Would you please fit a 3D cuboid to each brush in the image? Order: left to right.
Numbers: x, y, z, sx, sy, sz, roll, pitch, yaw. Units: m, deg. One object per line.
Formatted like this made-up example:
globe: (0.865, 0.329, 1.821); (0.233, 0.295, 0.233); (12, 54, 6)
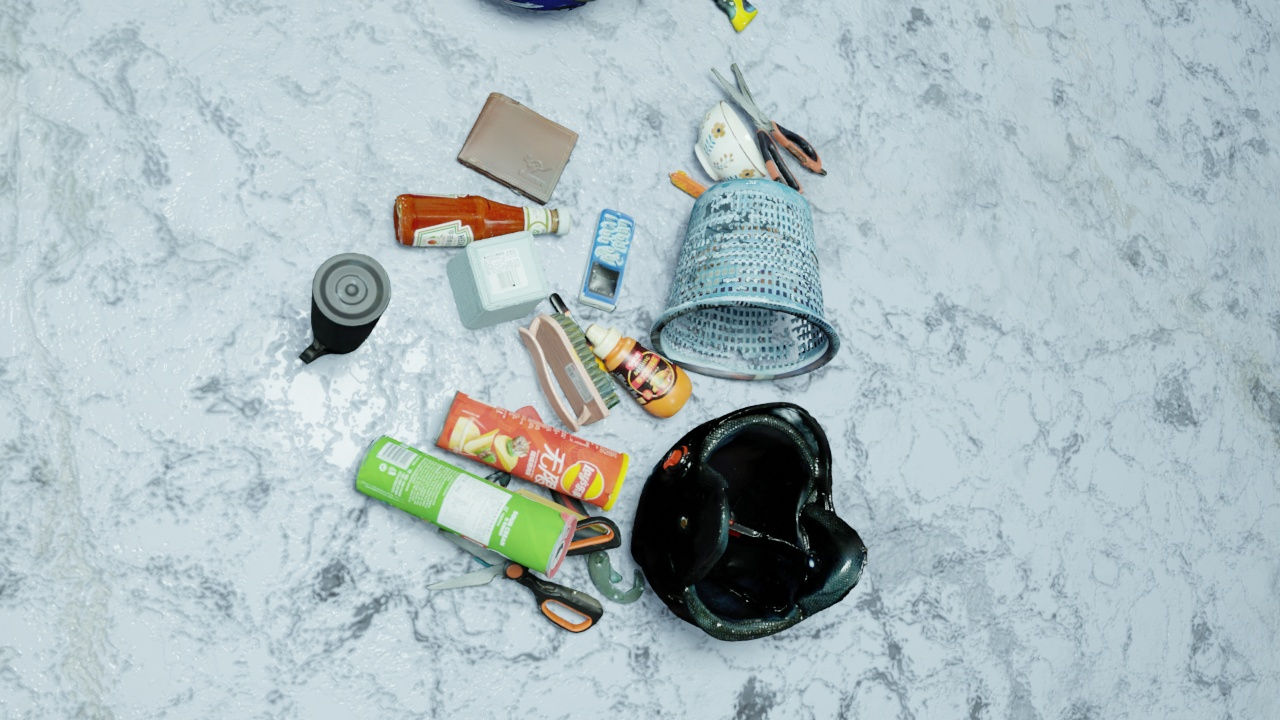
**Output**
brush: (-0.089, 0.010, 1.098); (0.072, 0.063, 0.145); (-31, 94, -32)

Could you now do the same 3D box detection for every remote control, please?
remote control: (-0.042, -0.126, 1.153); (0.049, 0.024, 0.124); (17, 77, -18)

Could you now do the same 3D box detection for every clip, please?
clip: (-0.165, 0.237, 1.068); (0.055, 0.013, 0.038); (40, 72, -10)

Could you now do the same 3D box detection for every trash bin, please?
trash bin: (0.133, -0.105, 1.131); (0.226, 0.227, 0.194); (15, 66, -18)

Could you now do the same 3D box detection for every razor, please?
razor: (-0.115, 0.178, 1.068); (0.167, 0.062, 0.067); (24, 42, -13)

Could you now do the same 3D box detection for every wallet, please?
wallet: (-0.150, -0.260, 1.127); (0.124, 0.032, 0.101); (25, 78, -15)

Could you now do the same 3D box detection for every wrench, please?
wrench: (-0.079, 0.177, 1.106); (0.056, 0.016, 0.273); (-32, 95, -18)

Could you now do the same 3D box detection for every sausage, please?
sausage: (0.107, -0.208, 1.220); (0.165, 0.021, 0.021); (29, 74, -15)

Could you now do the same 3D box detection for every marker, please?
marker: (-0.077, -0.029, 1.134); (0.018, 0.015, 0.124); (-34, 94, -44)

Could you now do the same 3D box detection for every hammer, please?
hammer: (0.037, -0.576, 1.234); (0.323, 0.032, 0.126); (42, 72, -11)

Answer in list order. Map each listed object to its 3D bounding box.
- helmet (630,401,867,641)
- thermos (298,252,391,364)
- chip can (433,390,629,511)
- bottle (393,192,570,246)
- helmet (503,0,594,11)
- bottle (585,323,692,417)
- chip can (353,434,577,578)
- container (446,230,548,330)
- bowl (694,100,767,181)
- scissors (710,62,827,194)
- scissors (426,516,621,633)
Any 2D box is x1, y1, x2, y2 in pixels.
helmet: (0.110, 0.180, 1.063); (0.233, 0.231, 0.274); (24, 76, -31)
thermos: (-0.304, -0.040, 0.926); (0.068, 0.243, 0.089); (39, 71, -11)
chip can: (-0.123, 0.103, 1.052); (0.216, 0.073, 0.073); (23, 76, -8)
bottle: (-0.185, -0.165, 1.086); (0.205, 0.060, 0.059); (-2, 84, -21)
helmet: (-0.109, -0.528, 1.057); (0.315, 0.241, 0.246); (38, 46, -4)
bottle: (-0.007, 0.007, 1.128); (0.149, 0.067, 0.066); (39, 72, -11)
chip can: (-0.188, 0.155, 0.990); (0.236, 0.072, 0.072); (22, 75, 8)
container: (-0.163, -0.094, 1.057); (0.090, 0.112, 0.090); (-16, 88, -22)
bowl: (0.110, -0.275, 1.198); (0.062, 0.113, 0.113); (-28, 95, 21)
scissors: (0.175, -0.305, 1.236); (0.226, 0.015, 0.188); (26, 50, -27)
scissors: (-0.121, 0.236, 1.053); (0.229, 0.021, 0.221); (-36, 113, 7)
